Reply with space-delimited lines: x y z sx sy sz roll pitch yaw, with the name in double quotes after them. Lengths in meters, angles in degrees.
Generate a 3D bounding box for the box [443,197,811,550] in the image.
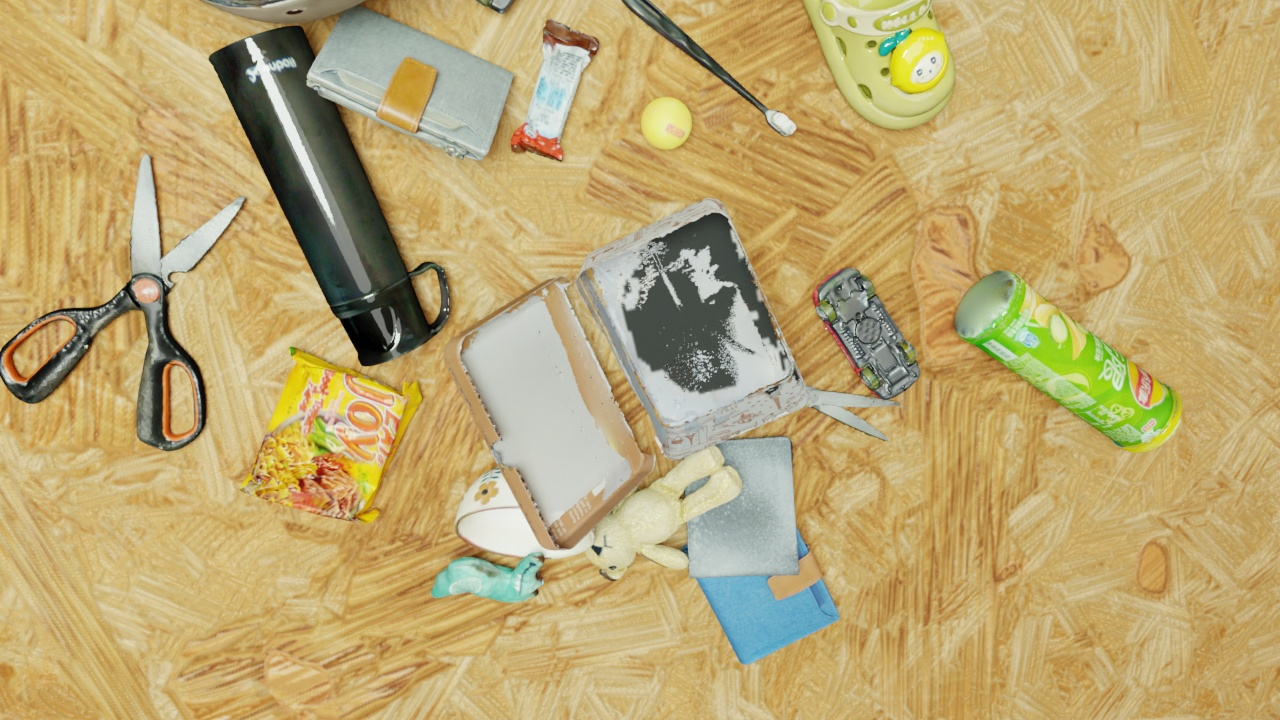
-0.007 0.003 0.715 0.272 0.130 0.179 -31 106 -18 "box"

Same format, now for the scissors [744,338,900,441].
0.147 0.029 0.813 0.163 0.014 0.166 -26 107 -4 "scissors"

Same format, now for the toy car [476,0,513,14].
-0.130 -0.295 0.674 0.090 0.035 0.042 33 93 -16 "toy car"

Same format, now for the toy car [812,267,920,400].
0.193 -0.023 0.794 0.053 0.045 0.120 -34 101 -4 "toy car"

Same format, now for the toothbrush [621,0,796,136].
0.055 -0.238 0.734 0.181 0.018 0.016 35 97 -15 "toothbrush"

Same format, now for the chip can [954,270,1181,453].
0.382 0.001 0.822 0.221 0.072 0.072 31 95 -16 "chip can"

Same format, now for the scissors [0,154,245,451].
-0.386 -0.034 0.692 0.225 0.021 0.221 -15 105 -7 "scissors"

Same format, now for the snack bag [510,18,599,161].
-0.067 -0.207 0.711 0.045 0.026 0.105 18 98 -5 "snack bag"

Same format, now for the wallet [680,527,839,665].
0.111 0.203 0.836 0.106 0.040 0.133 -27 106 1 "wallet"

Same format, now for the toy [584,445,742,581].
0.014 0.127 0.771 0.157 0.066 0.105 -36 82 20 "toy"

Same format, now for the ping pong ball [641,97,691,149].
0.021 -0.187 0.725 0.040 0.040 0.040 -2 103 -11 "ping pong ball"

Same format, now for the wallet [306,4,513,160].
-0.161 -0.202 0.659 0.129 0.106 0.037 21 136 -15 "wallet"

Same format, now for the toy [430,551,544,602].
-0.123 0.184 0.780 0.091 0.030 0.097 16 136 -24 "toy"

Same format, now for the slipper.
0.186 -0.269 0.719 0.091 0.081 0.190 -35 104 1 "slipper"

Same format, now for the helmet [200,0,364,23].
-0.215 -0.337 0.587 0.230 0.157 0.274 38 83 -14 "helmet"

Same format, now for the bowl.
-0.092 0.115 0.752 0.113 0.114 0.062 10 59 -13 "bowl"

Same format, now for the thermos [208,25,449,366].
-0.222 -0.121 0.687 0.089 0.068 0.242 -31 110 -27 "thermos"

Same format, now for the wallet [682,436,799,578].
0.087 0.128 0.800 0.097 0.019 0.121 -3 86 1 "wallet"

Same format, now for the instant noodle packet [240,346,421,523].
-0.244 0.062 0.731 0.110 0.044 0.128 21 98 -19 "instant noodle packet"
